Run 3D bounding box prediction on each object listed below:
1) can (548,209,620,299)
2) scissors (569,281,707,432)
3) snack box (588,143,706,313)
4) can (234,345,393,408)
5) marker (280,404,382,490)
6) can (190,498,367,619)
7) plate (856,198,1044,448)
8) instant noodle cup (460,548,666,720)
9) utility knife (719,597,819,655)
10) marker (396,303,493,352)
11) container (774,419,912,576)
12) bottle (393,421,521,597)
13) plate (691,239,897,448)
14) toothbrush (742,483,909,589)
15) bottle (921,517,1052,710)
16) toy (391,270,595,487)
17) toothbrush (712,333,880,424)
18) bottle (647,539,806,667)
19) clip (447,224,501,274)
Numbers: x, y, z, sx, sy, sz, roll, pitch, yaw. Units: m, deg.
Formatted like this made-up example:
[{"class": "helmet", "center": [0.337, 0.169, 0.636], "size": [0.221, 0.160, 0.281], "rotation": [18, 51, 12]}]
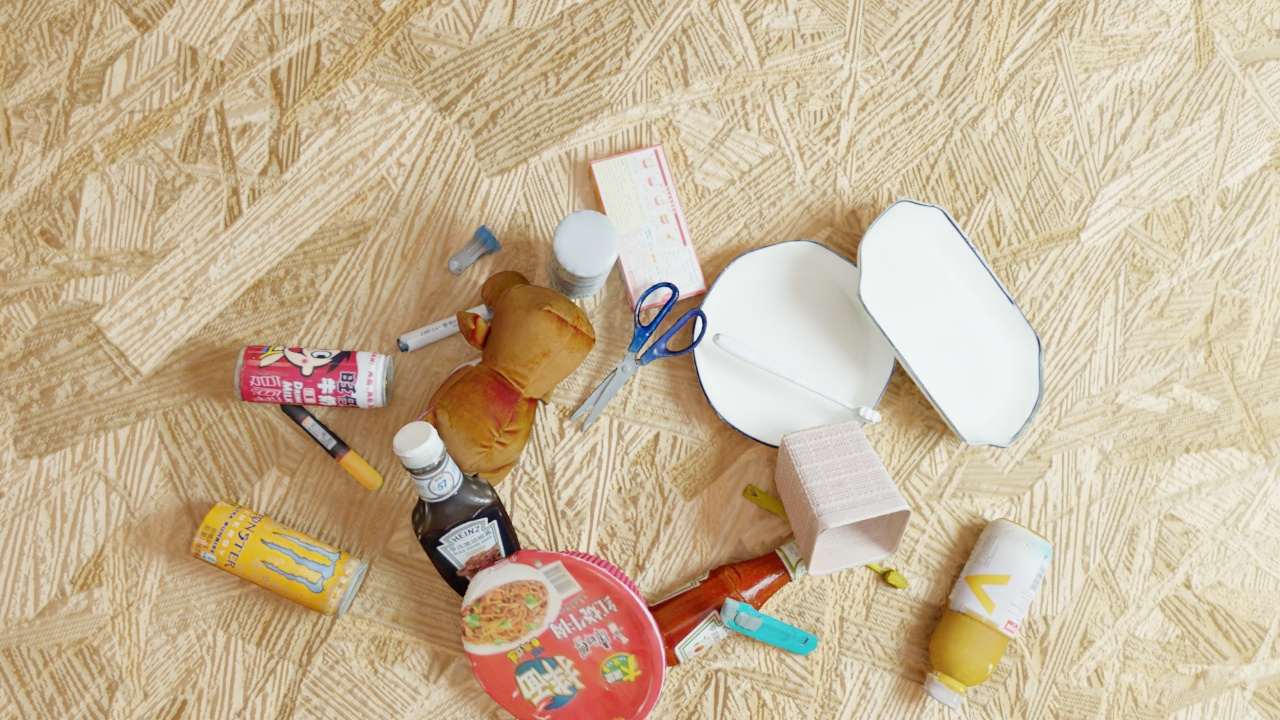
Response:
[{"class": "can", "center": [-0.054, -0.094, 0.843], "size": [0.058, 0.147, 0.058], "rotation": [1, 86, -7]}, {"class": "scissors", "center": [-0.015, -0.006, 0.890], "size": [0.174, 0.012, 0.124], "rotation": [-21, 86, 12]}, {"class": "snack box", "center": [0.007, -0.131, 0.914], "size": [0.077, 0.027, 0.155], "rotation": [-16, 88, -7]}, {"class": "can", "center": [-0.301, 0.016, 0.854], "size": [0.132, 0.053, 0.053], "rotation": [3, 85, -6]}, {"class": "marker", "center": [-0.293, 0.079, 0.871], "size": [0.124, 0.015, 0.018], "rotation": [42, 81, 1]}, {"class": "can", "center": [-0.328, 0.181, 0.836], "size": [0.146, 0.058, 0.058], "rotation": [25, 83, -4]}, {"class": "plate", "center": [0.302, -0.034, 0.910], "size": [0.265, 0.034, 0.161], "rotation": [50, 64, -10]}, {"class": "instant noodle cup", "center": [-0.063, 0.243, 0.830], "size": [0.194, 0.065, 0.194], "rotation": [6, 110, 16]}, {"class": "utility knife", "center": [0.123, 0.254, 0.866], "size": [0.151, 0.013, 0.029], "rotation": [31, 98, -37]}, {"class": "marker", "center": [-0.174, -0.040, 0.891], "size": [0.130, 0.018, 0.022], "rotation": [-22, 80, -8]}, {"class": "container", "center": [0.180, 0.124, 0.851], "size": [0.090, 0.090, 0.110], "rotation": [-12, 50, -8]}, {"class": "bottle", "center": [-0.164, 0.131, 0.806], "size": [0.080, 0.044, 0.195], "rotation": [-24, 132, -9]}, {"class": "plate", "center": [0.149, -0.014, 0.913], "size": [0.205, 0.045, 0.205], "rotation": [0, 86, -6]}, {"class": "toothbrush", "center": [0.186, 0.177, 0.916], "size": [0.190, 0.016, 0.015], "rotation": [31, 85, -3]}, {"class": "bottle", "center": [0.336, 0.249, 0.902], "size": [0.068, 0.068, 0.189], "rotation": [30, 83, -4]}, {"class": "toy", "center": [-0.133, 0.019, 0.842], "size": [0.140, 0.131, 0.199], "rotation": [32, 83, -36]}, {"class": "toothbrush", "center": [0.150, 0.017, 0.879], "size": [0.180, 0.016, 0.016], "rotation": [27, 81, -3]}, {"class": "bottle", "center": [0.098, 0.220, 0.879], "size": [0.206, 0.060, 0.060], "rotation": [-28, 89, -6]}, {"class": "clip", "center": [-0.165, -0.105, 0.898], "size": [0.058, 0.045, 0.027], "rotation": [-40, 92, -2]}]
